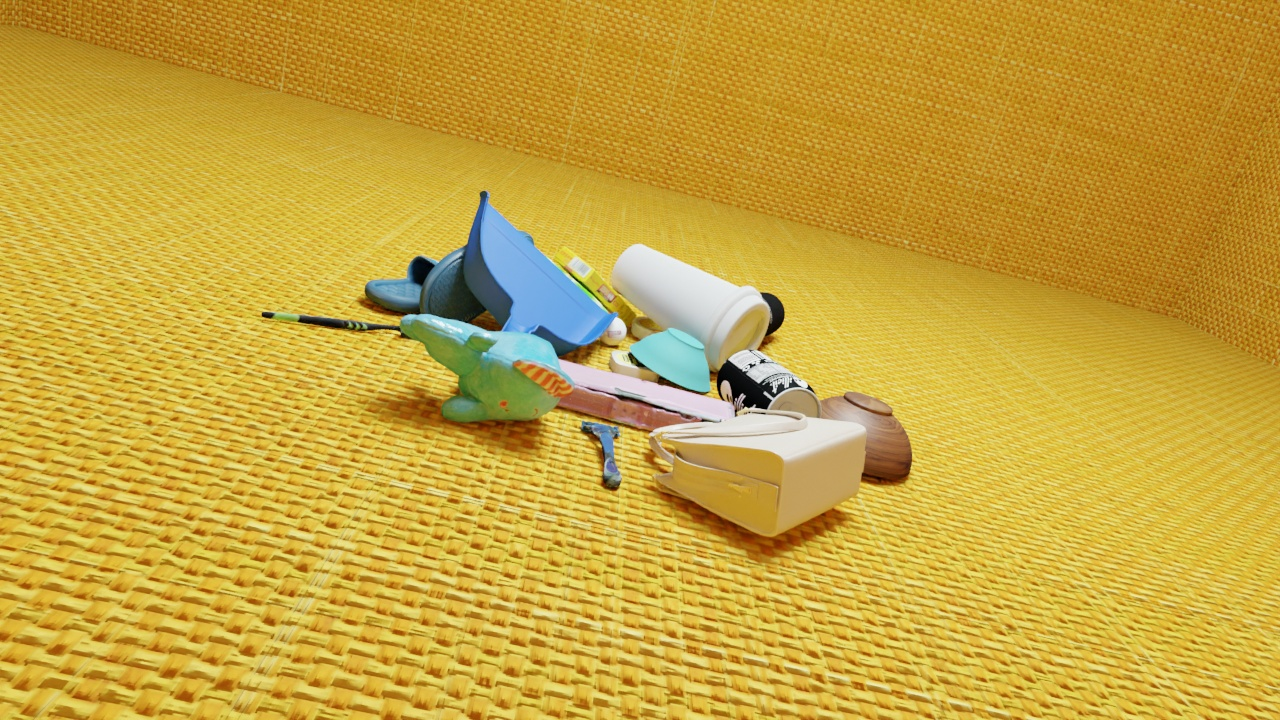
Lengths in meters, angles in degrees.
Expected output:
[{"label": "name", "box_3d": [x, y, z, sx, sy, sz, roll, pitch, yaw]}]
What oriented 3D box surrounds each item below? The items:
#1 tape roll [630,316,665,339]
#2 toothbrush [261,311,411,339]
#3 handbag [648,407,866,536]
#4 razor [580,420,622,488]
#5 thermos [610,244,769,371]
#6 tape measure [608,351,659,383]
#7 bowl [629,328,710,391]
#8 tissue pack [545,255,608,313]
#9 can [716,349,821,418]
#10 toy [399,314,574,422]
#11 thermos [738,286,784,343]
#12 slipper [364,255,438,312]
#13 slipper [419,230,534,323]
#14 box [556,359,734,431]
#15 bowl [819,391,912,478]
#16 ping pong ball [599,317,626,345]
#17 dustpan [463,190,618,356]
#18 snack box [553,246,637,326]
[{"label": "tape roll", "box_3d": [0.033, -0.042, 1.388, 0.094, 0.019, 0.094, 13, 18, -4]}, {"label": "toothbrush", "box_3d": [-0.350, -0.042, 1.090, 0.187, 0.014, 0.017, 6, 27, -24]}, {"label": "handbag", "box_3d": [0.098, 0.095, 0.927, 0.198, 0.101, 0.194, 13, 13, 36]}, {"label": "razor", "box_3d": [-0.033, 0.091, 0.930, 0.044, 0.018, 0.141, 11, 18, -12]}, {"label": "thermos", "box_3d": [0.064, -0.084, 1.321, 0.222, 0.132, 0.131, 34, 25, 30]}, {"label": "tape measure", "box_3d": [-0.007, 0.007, 1.208, 0.065, 0.017, 0.064, 11, 18, -12]}, {"label": "bowl", "box_3d": [0.050, -0.010, 1.213, 0.121, 0.046, 0.121, 26, 14, -7]}, {"label": "tissue pack", "box_3d": [-0.100, -0.098, 1.341, 0.114, 0.034, 0.099, 41, -3, 43]}, {"label": "can", "box_3d": [0.152, 0.043, 1.102, 0.080, 0.080, 0.146, 8, 15, -20]}, {"label": "toy", "box_3d": [-0.162, 0.011, 0.933, 0.180, 0.114, 0.184, 25, -13, -31]}, {"label": "thermos", "box_3d": [0.170, -0.068, 1.455, 0.106, 0.106, 0.218, 21, 14, 18]}, {"label": "slipper", "box_3d": [-0.286, -0.106, 1.265, 0.104, 0.059, 0.213, 25, 21, 22]}, {"label": "slipper", "box_3d": [-0.218, -0.118, 1.220, 0.059, 0.104, 0.213, 23, 38, 26]}, {"label": "box", "box_3d": [-0.004, 0.044, 1.060, 0.233, 0.041, 0.098, 15, 18, 2]}, {"label": "bowl", "box_3d": [0.264, 0.078, 1.104, 0.147, 0.069, 0.147, 17, 14, -5]}, {"label": "ping pong ball", "box_3d": [-0.040, -0.041, 1.291, 0.040, 0.040, 0.040, 13, 18, -5]}, {"label": "dustpan", "box_3d": [-0.148, -0.063, 1.143, 0.245, 0.060, 0.256, 43, 45, -20]}, {"label": "snack box", "box_3d": [-0.065, -0.108, 1.365, 0.075, 0.025, 0.152, 40, -2, 34]}]
